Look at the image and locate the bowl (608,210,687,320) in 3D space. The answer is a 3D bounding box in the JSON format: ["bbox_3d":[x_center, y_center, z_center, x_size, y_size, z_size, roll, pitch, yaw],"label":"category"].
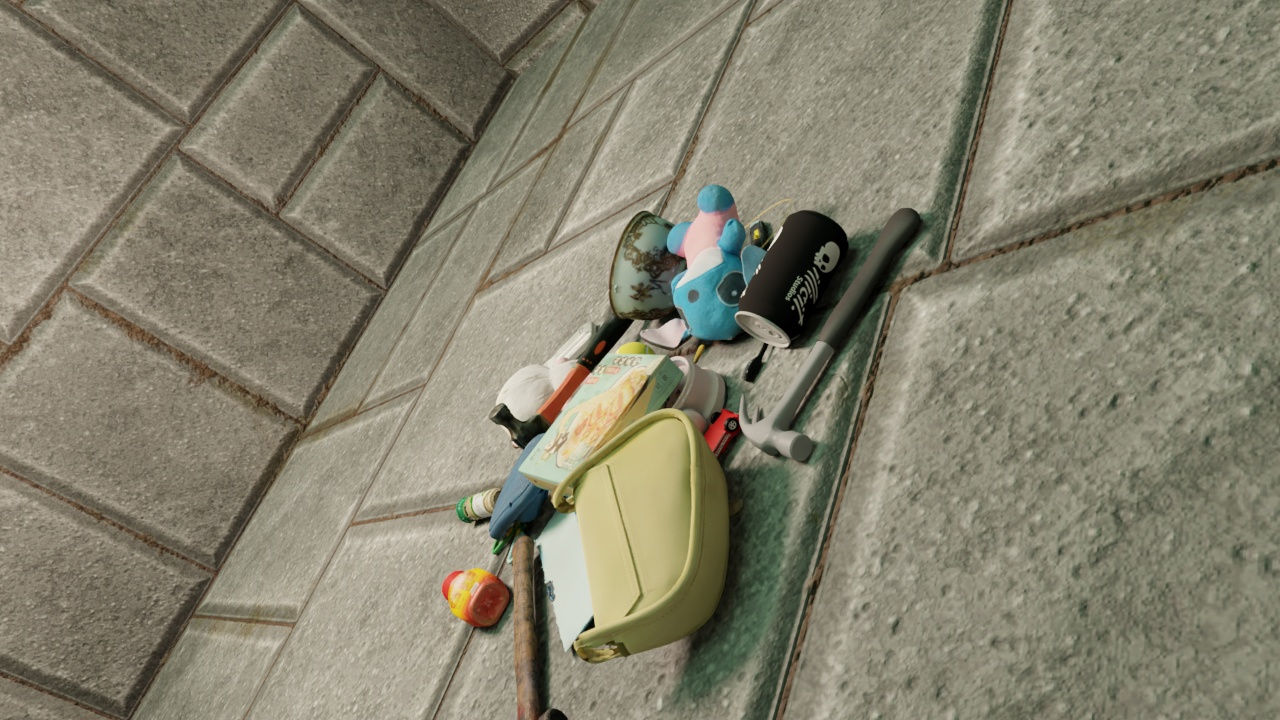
[{"bbox_3d":[0.031,-0.125,1.306,0.094,0.160,0.159,16,65,20],"label":"bowl"}]

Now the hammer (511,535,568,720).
[{"bbox_3d":[-0.143,0.338,1.097,0.120,0.033,0.329,-46,27,19],"label":"hammer"}]

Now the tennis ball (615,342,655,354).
[{"bbox_3d":[-0.007,0.007,1.259,0.065,0.065,0.065,-40,27,26],"label":"tennis ball"}]

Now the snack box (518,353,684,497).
[{"bbox_3d":[-0.048,0.076,1.101,0.193,0.044,0.142,-53,25,-18],"label":"snack box"}]

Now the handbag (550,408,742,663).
[{"bbox_3d":[0.009,0.177,0.930,0.191,0.088,0.232,-24,47,12],"label":"handbag"}]

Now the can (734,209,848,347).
[{"bbox_3d":[0.174,-0.094,1.054,0.146,0.080,0.080,-59,25,-12],"label":"can"}]

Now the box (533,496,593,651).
[{"bbox_3d":[-0.066,0.215,1.120,0.243,0.059,0.176,-123,48,-64],"label":"box"}]

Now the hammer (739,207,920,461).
[{"bbox_3d":[0.207,-0.035,0.982,0.310,0.029,0.125,-57,25,-8],"label":"hammer"}]

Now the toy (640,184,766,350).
[{"bbox_3d":[0.083,-0.110,1.180,0.225,0.098,0.191,-36,53,46],"label":"toy"}]

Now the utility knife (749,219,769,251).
[{"bbox_3d":[0.160,-0.145,1.222,0.029,0.020,0.174,-39,27,25],"label":"utility knife"}]

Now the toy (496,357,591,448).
[{"bbox_3d":[-0.142,0.053,1.411,0.180,0.101,0.138,-28,43,12],"label":"toy"}]

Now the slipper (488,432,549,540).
[{"bbox_3d":[-0.157,0.185,1.269,0.214,0.059,0.103,-54,18,42],"label":"slipper"}]

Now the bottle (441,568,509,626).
[{"bbox_3d":[-0.231,0.322,1.262,0.134,0.048,0.071,-3,54,59],"label":"bottle"}]

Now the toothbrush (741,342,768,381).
[{"bbox_3d":[0.166,-0.054,1.097,0.187,0.014,0.017,-61,18,-16],"label":"toothbrush"}]

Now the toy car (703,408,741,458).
[{"bbox_3d":[0.084,0.094,1.035,0.089,0.025,0.038,-57,25,-6],"label":"toy car"}]

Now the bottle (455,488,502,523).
[{"bbox_3d":[-0.243,0.225,1.422,0.110,0.042,0.042,-23,38,47],"label":"bottle"}]

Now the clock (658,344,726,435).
[{"bbox_3d":[0.040,0.066,1.107,0.117,0.059,0.157,-29,35,43],"label":"clock"}]

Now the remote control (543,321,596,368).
[{"bbox_3d":[-0.124,-0.013,1.542,0.134,0.022,0.050,-43,27,21],"label":"remote control"}]

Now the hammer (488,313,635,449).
[{"bbox_3d":[-0.074,-0.001,1.351,0.332,0.133,0.033,-54,20,-22],"label":"hammer"}]

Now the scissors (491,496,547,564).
[{"bbox_3d":[-0.171,0.239,1.310,0.127,0.011,0.123,-50,26,12],"label":"scissors"}]

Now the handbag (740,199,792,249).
[{"bbox_3d":[0.142,-0.158,1.219,0.179,0.027,0.083,-40,28,49],"label":"handbag"}]
